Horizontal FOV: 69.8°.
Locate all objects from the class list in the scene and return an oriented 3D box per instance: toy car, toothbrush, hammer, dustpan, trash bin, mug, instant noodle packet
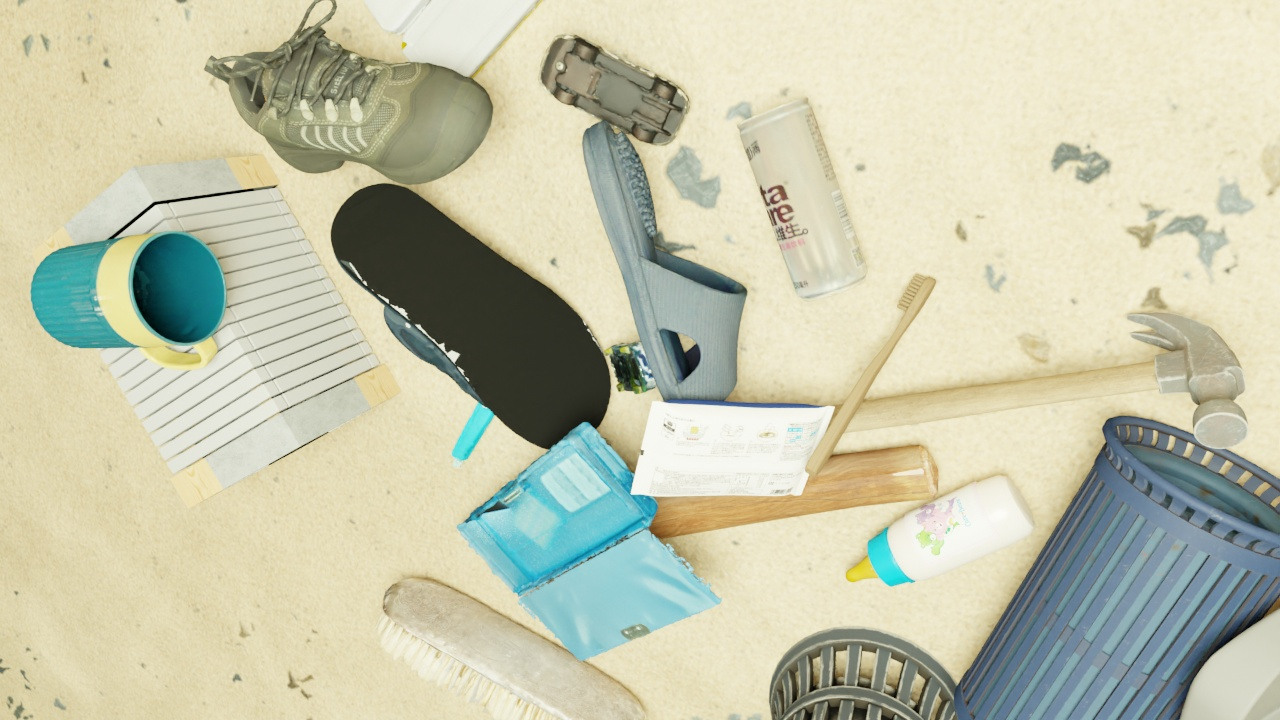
[{"bbox_3d":[-0.004,0.004,0.719,0.027,0.090,0.039,-18,95,-14],"label":"toy car"},{"bbox_3d":[-0.019,-0.200,0.678,0.113,0.040,0.049,24,114,-10],"label":"toy car"},{"bbox_3d":[0.163,0.010,0.656,0.016,0.016,0.166,30,86,25],"label":"toothbrush"},{"bbox_3d":[0.225,0.032,0.641,0.332,0.119,0.031,-13,120,32],"label":"hammer"},{"bbox_3d":[0.364,0.222,0.561,0.257,0.033,0.163,-25,130,-11],"label":"dustpan"},{"bbox_3d":[0.322,0.179,0.621,0.139,0.139,0.250,24,114,11],"label":"trash bin"},{"bbox_3d":[0.155,0.329,0.674,0.164,0.226,0.164,6,107,18],"label":"trash bin"},{"bbox_3d":[-0.370,-0.037,0.681,0.107,0.083,0.114,-3,132,21],"label":"mug"},{"bbox_3d":[-0.360,-0.030,0.797,0.143,0.142,0.247,-27,96,24],"label":"trash bin"},{"bbox_3d":[0.066,0.066,0.660,0.134,0.026,0.087,2,126,-14],"label":"instant noodle packet"},{"bbox_3d":[0.088,0.119,0.740,0.301,0.037,0.158,-14,101,23],"label":"hammer"}]

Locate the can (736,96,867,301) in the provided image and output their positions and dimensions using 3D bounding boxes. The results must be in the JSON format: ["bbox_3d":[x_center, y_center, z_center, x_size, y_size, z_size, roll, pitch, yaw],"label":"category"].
[{"bbox_3d":[0.116,-0.113,0.652,0.054,0.054,0.135,-18,100,23],"label":"can"}]

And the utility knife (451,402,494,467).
[{"bbox_3d":[-0.145,0.053,0.817,0.022,0.015,0.117,43,118,17],"label":"utility knife"}]

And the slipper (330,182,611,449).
[{"bbox_3d":[-0.138,-0.033,0.760,0.265,0.084,0.108,41,74,-9],"label":"slipper"}]

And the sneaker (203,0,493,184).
[{"bbox_3d":[-0.226,-0.208,0.673,0.238,0.143,0.101,8,70,33],"label":"sneaker"}]

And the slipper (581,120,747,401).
[{"bbox_3d":[0.034,-0.054,0.673,0.082,0.101,0.264,-17,105,11],"label":"slipper"}]

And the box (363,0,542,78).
[{"bbox_3d":[-0.121,-0.314,0.695,0.210,0.034,0.129,-39,87,26],"label":"box"}]

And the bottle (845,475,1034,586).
[{"bbox_3d":[0.218,0.136,0.691,0.146,0.051,0.051,-32,93,25],"label":"bottle"}]

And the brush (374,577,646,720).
[{"bbox_3d":[-0.119,0.284,0.838,0.271,0.083,0.057,26,112,10],"label":"brush"}]

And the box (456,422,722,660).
[{"bbox_3d":[-0.051,0.163,0.761,0.174,0.033,0.232,51,138,-1],"label":"box"}]
